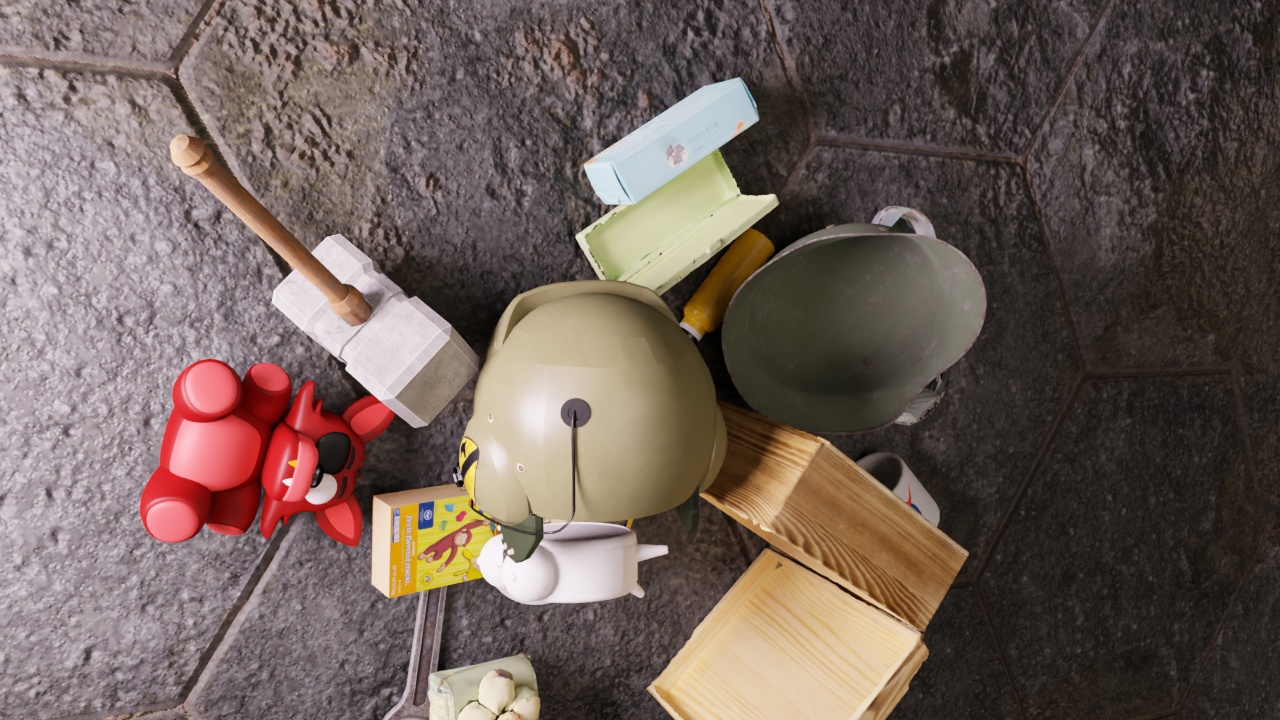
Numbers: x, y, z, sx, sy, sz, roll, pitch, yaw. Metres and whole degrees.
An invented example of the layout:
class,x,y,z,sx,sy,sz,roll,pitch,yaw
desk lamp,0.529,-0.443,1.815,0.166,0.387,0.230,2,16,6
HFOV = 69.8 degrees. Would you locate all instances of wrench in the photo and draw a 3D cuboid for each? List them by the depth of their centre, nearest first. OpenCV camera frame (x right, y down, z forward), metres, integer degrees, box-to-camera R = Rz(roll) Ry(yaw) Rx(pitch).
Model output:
class,x,y,z,sx,sy,sz,roll,pitch,yaw
wrench,-0.220,0.282,0.948,0.070,0.010,0.273,6,96,-26

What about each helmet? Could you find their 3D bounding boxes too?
class,x,y,z,sx,sy,sz,roll,pitch,yaw
helmet,-0.046,0.044,0.839,0.249,0.256,0.233,-6,103,-25
helmet,0.228,-0.058,0.998,0.268,0.153,0.227,-14,115,16

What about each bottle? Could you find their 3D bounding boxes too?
class,x,y,z,sx,sy,sz,roll,pitch,yaw
bottle,0.090,-0.078,1.011,0.043,0.043,0.143,41,81,-25

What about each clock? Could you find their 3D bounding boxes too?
class,x,y,z,sx,sy,sz,roll,pitch,yaw
clock,-0.068,0.202,0.892,0.160,0.125,0.073,0,88,-29

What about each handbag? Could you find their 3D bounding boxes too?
class,x,y,z,sx,sy,sz,roll,pitch,yaw
handbag,-0.155,0.395,0.933,0.113,0.117,0.186,0,98,-40

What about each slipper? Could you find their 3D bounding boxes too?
class,x,y,z,sx,sy,sz,roll,pitch,yaw
slipper,0.314,-0.054,1.114,0.111,0.063,0.263,-2,87,-24

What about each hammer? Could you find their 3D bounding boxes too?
class,x,y,z,sx,sy,sz,roll,pitch,yaw
hammer,-0.250,-0.071,0.695,0.082,0.163,0.318,-49,158,-11

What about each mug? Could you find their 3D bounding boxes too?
class,x,y,z,sx,sy,sz,roll,pitch,yaw
mug,0.293,0.183,1.135,0.121,0.090,0.090,-32,116,21

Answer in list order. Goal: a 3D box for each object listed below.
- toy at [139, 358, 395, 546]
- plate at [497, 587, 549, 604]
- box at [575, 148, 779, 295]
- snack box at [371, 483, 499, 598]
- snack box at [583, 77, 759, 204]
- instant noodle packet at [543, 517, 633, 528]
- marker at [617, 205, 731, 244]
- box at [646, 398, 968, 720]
class,x,y,z,sx,sy,sz,roll,pitch,yaw
toy,-0.322,0.085,0.812,0.197,0.121,0.158,16,89,-35
plate,-0.101,0.200,0.988,0.134,0.011,0.134,-4,101,-24
box,0.036,-0.146,0.941,0.187,0.098,0.082,-39,113,-19
snack box,-0.195,0.172,0.901,0.125,0.040,0.088,-4,102,-39
snack box,0.032,-0.224,0.941,0.174,0.075,0.053,-37,111,-15
instant noodle packet,-0.071,0.172,0.975,0.134,0.026,0.087,18,94,-26
marker,0.038,-0.145,0.994,0.142,0.013,0.013,11,94,-27
box,0.118,0.256,0.955,0.286,0.279,0.336,34,82,-26
